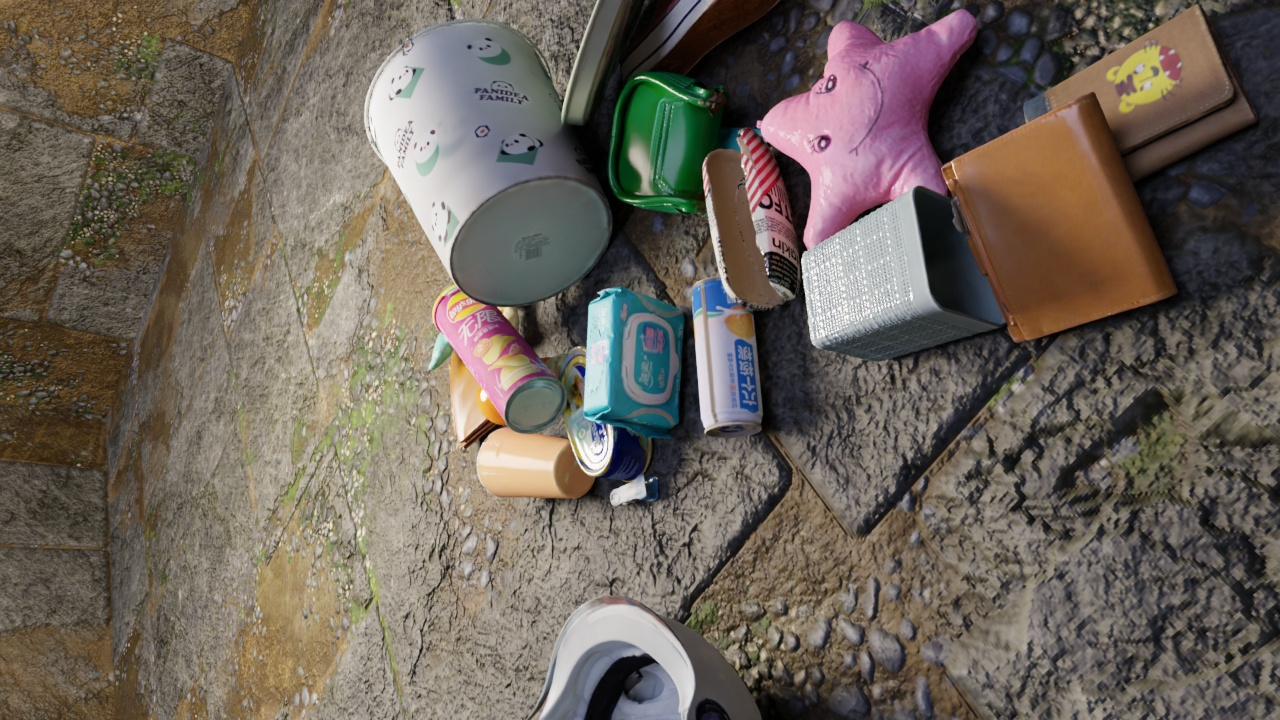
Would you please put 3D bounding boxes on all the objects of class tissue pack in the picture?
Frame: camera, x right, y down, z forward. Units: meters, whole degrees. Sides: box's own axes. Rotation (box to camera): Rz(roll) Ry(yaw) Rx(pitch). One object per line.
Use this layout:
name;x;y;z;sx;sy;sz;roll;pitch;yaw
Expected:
tissue pack;-0.005;0.005;0.863;0.050;0.093;0.133;-9;74;47

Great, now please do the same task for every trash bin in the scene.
trash bin;-0.162;-0.211;1.023;0.230;0.229;0.251;-51;51;29

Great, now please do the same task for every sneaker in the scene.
sneaker;0.053;-0.350;0.883;0.242;0.118;0.088;-27;80;50

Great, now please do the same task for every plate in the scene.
plate;-0.024;-0.341;0.923;0.230;0.027;0.230;-161;94;-87

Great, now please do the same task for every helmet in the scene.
helmet;0.017;0.323;0.712;0.230;0.145;0.258;-33;48;40

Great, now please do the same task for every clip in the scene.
clip;-0.008;0.128;0.894;0.058;0.038;0.026;-26;63;47

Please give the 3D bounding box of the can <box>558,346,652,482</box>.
can;-0.038;0.053;0.926;0.075;0.049;0.148;-44;49;34

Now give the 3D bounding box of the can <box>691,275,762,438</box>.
can;0.075;-0.003;0.799;0.053;0.053;0.134;-23;63;46

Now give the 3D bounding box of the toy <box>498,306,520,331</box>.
toy;-0.174;-0.078;1.114;0.105;0.066;0.157;-19;66;40

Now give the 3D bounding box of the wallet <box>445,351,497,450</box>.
wallet;-0.209;0.035;1.152;0.119;0.035;0.130;-40;48;40

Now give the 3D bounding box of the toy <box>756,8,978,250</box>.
toy;0.164;-0.176;0.716;0.179;0.074;0.194;10;87;43

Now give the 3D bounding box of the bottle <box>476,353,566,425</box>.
bottle;-0.118;0.027;1.026;0.150;0.066;0.066;-22;64;38

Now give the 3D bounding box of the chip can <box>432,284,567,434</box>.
chip can;-0.154;-0.007;0.985;0.210;0.071;0.071;45;115;45

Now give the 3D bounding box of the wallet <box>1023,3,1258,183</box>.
wallet;0.307;-0.155;0.575;0.116;0.033;0.090;-28;59;40

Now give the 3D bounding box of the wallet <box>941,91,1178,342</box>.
wallet;0.259;-0.084;0.580;0.108;0.031;0.132;-25;87;46

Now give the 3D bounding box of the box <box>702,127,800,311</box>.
box;0.093;-0.117;0.800;0.082;0.075;0.163;-25;63;31

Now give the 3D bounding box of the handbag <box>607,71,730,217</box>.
handbag;0.031;-0.206;0.878;0.120;0.067;0.131;24;112;47

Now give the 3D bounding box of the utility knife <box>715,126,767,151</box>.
utility knife;0.070;-0.217;0.894;0.158;0.013;0.029;22;101;51

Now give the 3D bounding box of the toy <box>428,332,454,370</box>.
toy;-0.243;-0.036;1.197;0.096;0.030;0.092;-54;11;10

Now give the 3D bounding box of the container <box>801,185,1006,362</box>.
container;0.182;-0.053;0.656;0.112;0.090;0.089;-26;61;48

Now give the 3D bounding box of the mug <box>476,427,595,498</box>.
mug;-0.108;0.114;0.981;0.123;0.078;0.078;0;80;45
